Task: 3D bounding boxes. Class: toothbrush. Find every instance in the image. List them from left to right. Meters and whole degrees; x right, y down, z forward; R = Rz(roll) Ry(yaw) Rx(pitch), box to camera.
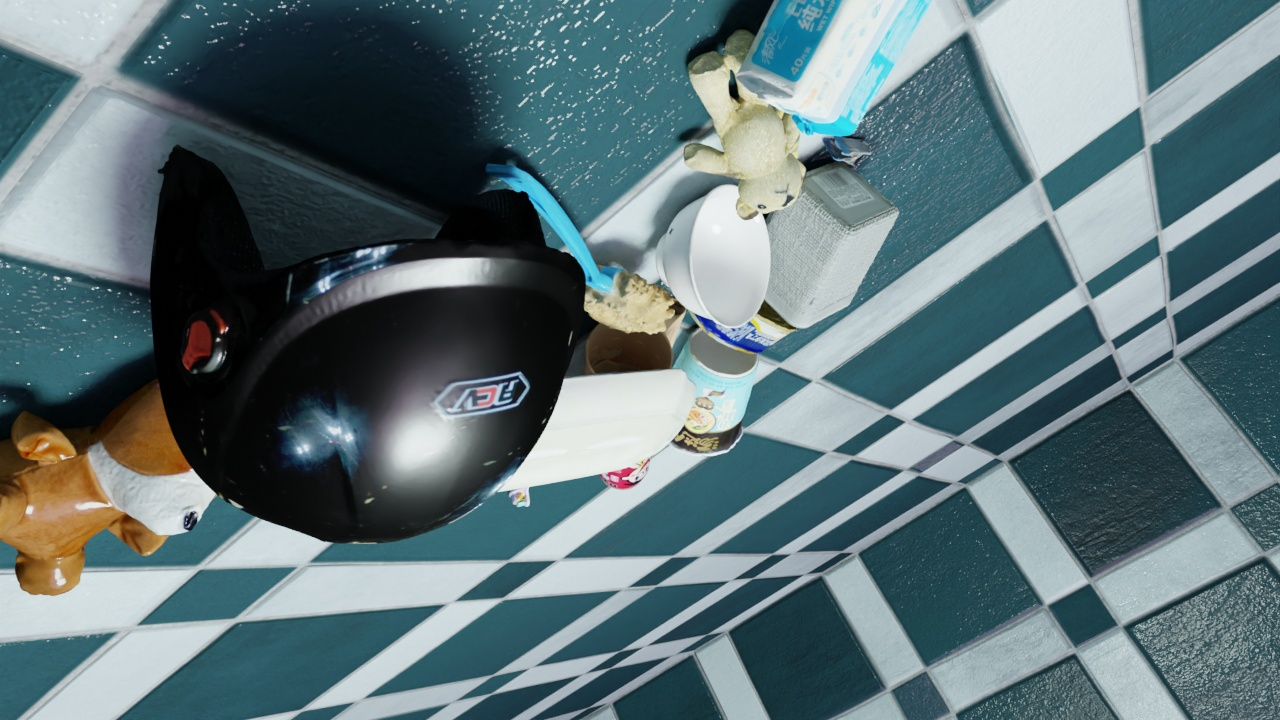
[{"bbox_3d":[-0.119,0.117,1.066,0.021,0.029,0.190,-61,180,-43],"label":"toothbrush"}]

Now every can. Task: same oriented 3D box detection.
[{"bbox_3d":[-0.021,0.111,1.096,0.066,0.066,0.094,-22,155,-14],"label":"can"},{"bbox_3d":[0.099,-0.051,0.901,0.049,0.074,0.148,-36,154,23],"label":"can"}]

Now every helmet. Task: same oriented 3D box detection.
[{"bbox_3d":[-0.157,-0.004,0.548,0.233,0.230,0.275,-4,-175,-42],"label":"helmet"}]

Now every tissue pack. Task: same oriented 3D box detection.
[{"bbox_3d":[0.127,-0.218,0.594,0.089,0.063,0.140,6,118,-50],"label":"tissue pack"}]

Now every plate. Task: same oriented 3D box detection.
[{"bbox_3d":[-0.064,0.070,0.821,0.265,0.034,0.162,-5,148,-35],"label":"plate"}]

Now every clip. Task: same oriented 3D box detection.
[{"bbox_3d":[0.178,-0.181,0.792,0.057,0.025,0.033,-7,153,-49],"label":"clip"}]

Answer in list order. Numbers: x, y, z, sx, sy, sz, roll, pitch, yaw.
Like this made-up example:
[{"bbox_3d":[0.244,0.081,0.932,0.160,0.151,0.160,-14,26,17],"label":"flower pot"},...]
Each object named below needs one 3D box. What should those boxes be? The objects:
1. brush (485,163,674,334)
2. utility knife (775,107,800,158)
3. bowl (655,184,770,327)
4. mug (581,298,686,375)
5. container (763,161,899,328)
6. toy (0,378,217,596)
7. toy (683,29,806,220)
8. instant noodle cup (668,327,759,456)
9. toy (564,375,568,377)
[{"bbox_3d":[-0.044,-0.083,0.720,0.254,0.083,0.045,46,62,-56],"label":"brush"},{"bbox_3d":[0.120,-0.186,0.739,0.031,0.021,0.207,-26,160,-6],"label":"utility knife"},{"bbox_3d":[0.053,-0.087,0.779,0.065,0.118,0.118,3,179,40],"label":"bowl"},{"bbox_3d":[-0.005,0.005,0.912,0.124,0.084,0.104,-46,166,-28],"label":"mug"},{"bbox_3d":[0.161,-0.107,0.823,0.090,0.090,0.115,-27,154,-36],"label":"container"},{"bbox_3d":[-0.357,0.078,0.641,0.199,0.130,0.140,-30,151,-20],"label":"toy"},{"bbox_3d":[0.081,-0.168,0.668,0.105,0.066,0.157,-32,140,2],"label":"toy"},{"bbox_3d":[0.074,0.026,1.000,0.111,0.111,0.121,-15,145,-26],"label":"instant noodle cup"},{"bbox_3d":[-0.135,0.045,0.843,0.178,0.074,0.195,-8,152,-23],"label":"toy"}]
